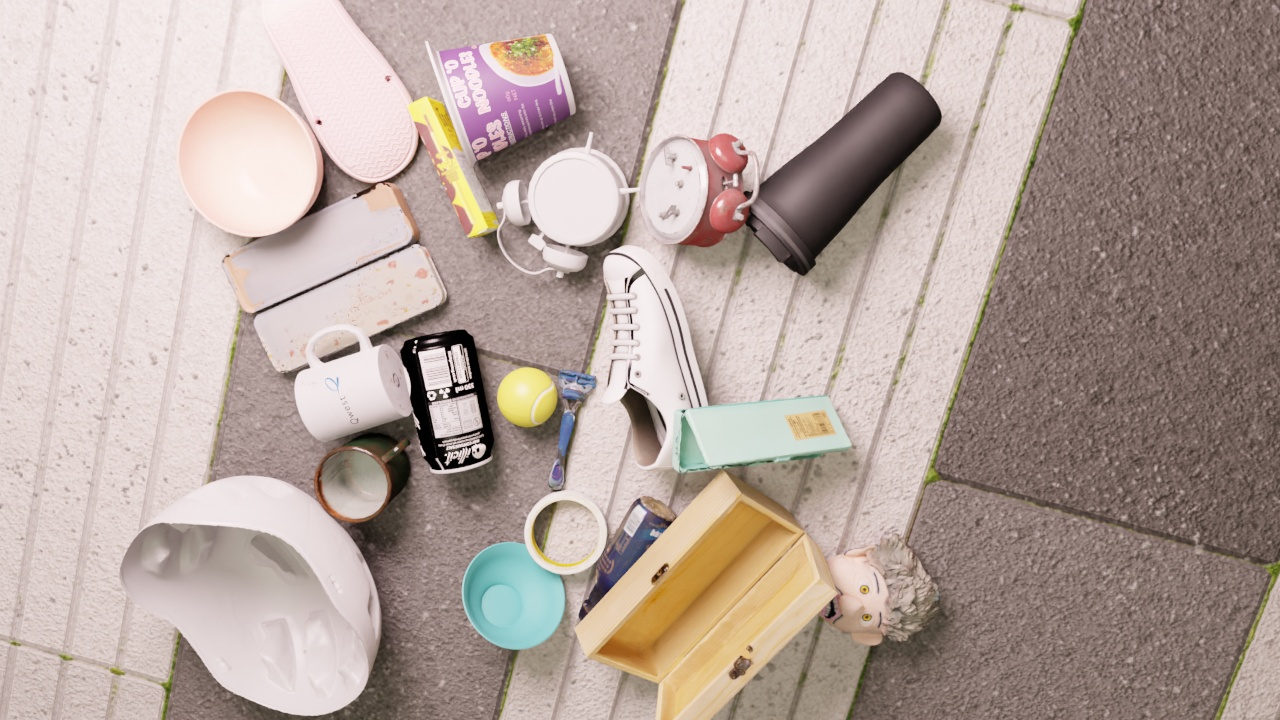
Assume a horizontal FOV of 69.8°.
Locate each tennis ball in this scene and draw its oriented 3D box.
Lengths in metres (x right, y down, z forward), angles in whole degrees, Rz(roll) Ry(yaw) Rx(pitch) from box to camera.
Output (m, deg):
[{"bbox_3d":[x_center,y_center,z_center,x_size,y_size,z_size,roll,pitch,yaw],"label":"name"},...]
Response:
[{"bbox_3d":[-0.124,0.040,1.007,0.065,0.065,0.065,1,99,3],"label":"tennis ball"}]

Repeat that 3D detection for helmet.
[{"bbox_3d":[-0.398,0.256,0.992,0.282,0.183,0.225,51,122,5],"label":"helmet"}]

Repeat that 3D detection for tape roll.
[{"bbox_3d":[-0.085,0.196,1.047,0.094,0.019,0.094,0,92,1],"label":"tape roll"}]

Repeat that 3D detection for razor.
[{"bbox_3d":[-0.083,0.081,1.035,0.044,0.018,0.141,11,99,1],"label":"razor"}]

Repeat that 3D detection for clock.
[{"bbox_3d":[0.057,-0.172,0.918,0.061,0.157,0.110,-1,90,-37],"label":"clock"},{"bbox_3d":[-0.082,-0.160,0.980,0.159,0.061,0.120,-40,95,13],"label":"clock"}]

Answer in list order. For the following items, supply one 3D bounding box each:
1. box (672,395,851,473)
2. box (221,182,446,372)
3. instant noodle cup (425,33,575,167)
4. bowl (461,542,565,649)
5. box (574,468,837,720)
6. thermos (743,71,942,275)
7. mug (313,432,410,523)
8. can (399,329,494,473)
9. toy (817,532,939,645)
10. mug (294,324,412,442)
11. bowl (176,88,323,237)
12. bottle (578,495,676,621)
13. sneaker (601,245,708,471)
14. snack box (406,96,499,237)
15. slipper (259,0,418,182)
[{"bbox_3d":[0.132,0.077,0.950,0.188,0.080,0.077,-2,98,-28],"label":"box"},{"bbox_3d":[-0.337,-0.089,1.016,0.216,0.043,0.151,-22,102,6],"label":"box"},{"bbox_3d":[-0.138,-0.280,0.934,0.122,0.121,0.137,-19,142,-4],"label":"instant noodle cup"},{"bbox_3d":[-0.151,0.272,1.042,0.121,0.120,0.046,39,139,-3],"label":"bowl"},{"bbox_3d":[0.078,0.269,0.990,0.249,0.141,0.184,-48,60,11],"label":"box"},{"bbox_3d":[0.202,-0.192,0.938,0.218,0.106,0.106,-44,94,3],"label":"thermos"},{"bbox_3d":[-0.296,0.120,1.021,0.111,0.081,0.085,-38,95,8],"label":"mug"},{"bbox_3d":[-0.210,0.044,1.005,0.080,0.080,0.146,-9,98,5],"label":"can"},{"bbox_3d":[0.241,0.256,1.019,0.176,0.076,0.133,-2,98,11],"label":"toy"},{"bbox_3d":[-0.319,0.019,1.003,0.096,0.083,0.119,-18,105,6],"label":"mug"},{"bbox_3d":[-0.403,-0.208,0.979,0.153,0.076,0.153,1,99,4],"label":"bowl"},{"bbox_3d":[-0.017,0.231,1.036,0.056,0.056,0.161,29,100,-2],"label":"bottle"},{"bbox_3d":[-0.006,0.006,0.965,0.097,0.091,0.245,-22,105,-31],"label":"sneaker"},{"bbox_3d":[-0.197,-0.203,0.975,0.026,0.061,0.149,-24,97,7],"label":"snack box"},{"bbox_3d":[-0.314,-0.297,0.969,0.107,0.055,0.221,-29,107,1],"label":"slipper"}]
